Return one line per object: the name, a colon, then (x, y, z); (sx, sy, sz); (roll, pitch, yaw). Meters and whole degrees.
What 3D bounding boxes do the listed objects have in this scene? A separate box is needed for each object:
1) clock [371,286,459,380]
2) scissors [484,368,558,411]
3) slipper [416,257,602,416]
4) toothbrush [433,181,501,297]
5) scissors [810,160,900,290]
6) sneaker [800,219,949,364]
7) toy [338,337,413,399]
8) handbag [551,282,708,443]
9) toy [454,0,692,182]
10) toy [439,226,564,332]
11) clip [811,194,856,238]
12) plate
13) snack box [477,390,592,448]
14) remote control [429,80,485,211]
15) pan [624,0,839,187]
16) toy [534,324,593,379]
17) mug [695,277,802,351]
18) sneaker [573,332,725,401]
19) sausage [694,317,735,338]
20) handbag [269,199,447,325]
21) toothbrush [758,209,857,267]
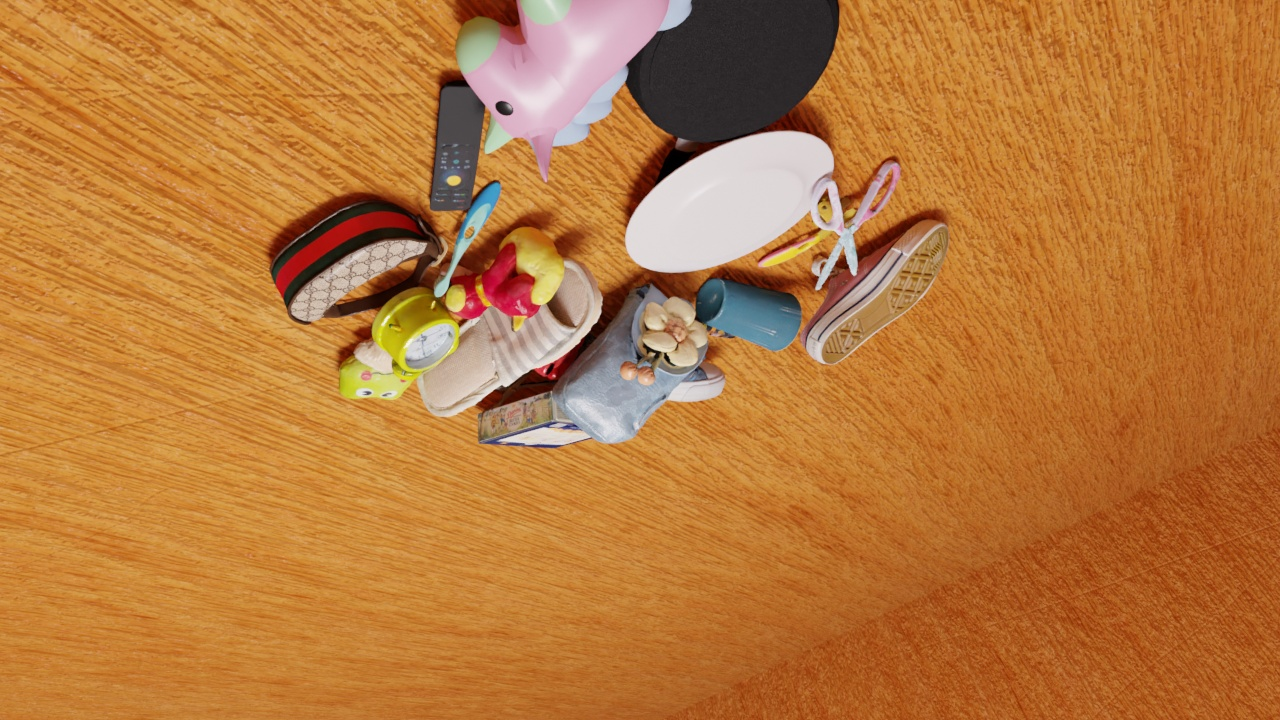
clock: (-0.237, -0.025, 0.983); (0.083, 0.057, 0.119); (-36, 156, -20)
scissors: (-0.176, 0.045, 1.194); (0.141, 0.014, 0.175); (6, 140, -29)
slipper: (-0.158, -0.022, 1.019); (0.273, 0.114, 0.054); (-31, 159, 29)
toothbrush: (-0.176, -0.123, 0.925); (0.022, 0.017, 0.135); (19, 111, -37)
scissors: (0.233, -0.159, 1.055); (0.168, 0.014, 0.171); (9, 116, -46)
sneaker: (0.288, -0.097, 1.173); (0.241, 0.088, 0.118); (-41, 135, -7)
toy: (-0.292, 0.003, 1.043); (0.092, 0.043, 0.118); (5, 137, -39)
handbag: (-0.006, 0.006, 1.069); (0.122, 0.119, 0.191); (47, 76, -16)
toy: (-0.046, -0.259, 0.744); (0.222, 0.120, 0.171); (-20, 137, 1)
toy: (-0.141, -0.079, 0.956); (0.137, 0.105, 0.067); (-20, 160, 15)
clip: (0.222, -0.176, 1.082); (0.054, 0.048, 0.045); (-36, -171, 24)
plate: (0.100, -0.161, 0.998); (0.242, 0.016, 0.243); (-18, 158, -8)
snack box: (-0.112, 0.079, 1.190); (0.145, 0.042, 0.144); (-17, 163, 38)
remote control: (-0.170, -0.194, 0.846); (0.041, 0.020, 0.152); (-6, 145, -22)
pan: (0.061, -0.236, 0.886); (0.203, 0.044, 0.357); (-3, 142, -25)
toy: (-0.112, -0.034, 1.089); (0.088, 0.094, 0.133); (-55, 169, -2)
mug: (0.133, -0.062, 1.153); (0.121, 0.078, 0.078); (14, 134, -34)
sneaker: (0.011, 0.001, 1.191); (0.235, 0.087, 0.079); (3, 111, -31)
sausage: (0.073, -0.046, 1.189); (0.155, 0.020, 0.020); (9, 137, -37)
handbag: (-0.275, -0.093, 0.913); (0.167, 0.063, 0.138); (-32, 163, 10)
toothbrush: (0.205, -0.145, 1.117); (0.135, 0.016, 0.021); (-28, 151, 12)
